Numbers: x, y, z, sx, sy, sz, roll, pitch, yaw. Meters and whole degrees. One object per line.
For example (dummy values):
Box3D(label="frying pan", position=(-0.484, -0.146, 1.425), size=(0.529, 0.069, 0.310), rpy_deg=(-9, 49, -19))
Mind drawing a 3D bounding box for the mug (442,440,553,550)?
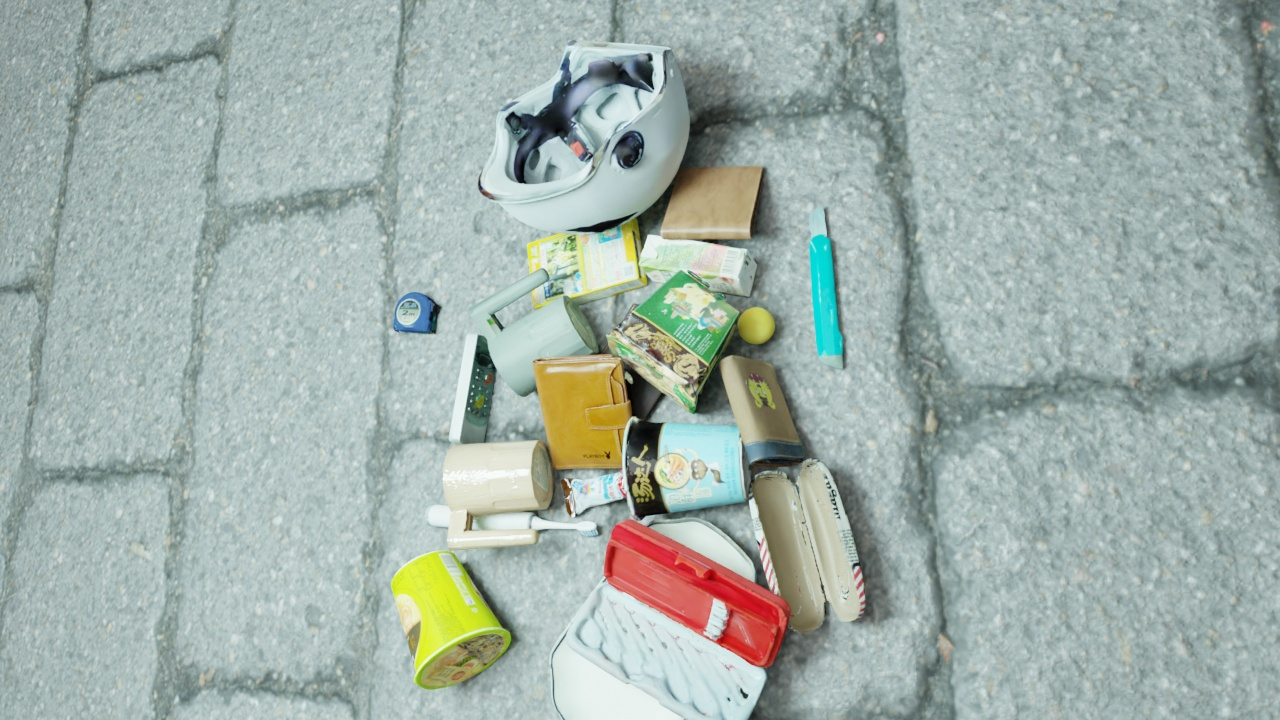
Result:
Box3D(label="mug", position=(-0.160, 0.150, 1.032), size=(0.104, 0.084, 0.124), rpy_deg=(-6, 60, 13))

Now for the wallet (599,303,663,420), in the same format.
Box3D(label="wallet", position=(-0.006, 0.006, 1.050), size=(0.096, 0.020, 0.122), rpy_deg=(35, 92, 28))

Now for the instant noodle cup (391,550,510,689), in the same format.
Box3D(label="instant noodle cup", position=(-0.222, 0.285, 1.031), size=(0.112, 0.111, 0.123), rpy_deg=(-41, 57, 9))

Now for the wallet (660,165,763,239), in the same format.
Box3D(label="wallet", position=(0.082, -0.178, 1.029), size=(0.101, 0.020, 0.115), rpy_deg=(3, 51, 17))

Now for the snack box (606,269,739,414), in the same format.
Box3D(label="snack box", position=(0.043, -0.024, 0.975), size=(0.118, 0.117, 0.105), rpy_deg=(38, 81, 9))

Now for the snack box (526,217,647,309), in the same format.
Box3D(label="snack box", position=(-0.065, -0.115, 1.096), size=(0.141, 0.033, 0.086), rpy_deg=(-14, 73, 17))

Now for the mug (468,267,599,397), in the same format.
Box3D(label="mug", position=(-0.122, -0.034, 1.059), size=(0.103, 0.083, 0.124), rpy_deg=(-29, 106, 11))

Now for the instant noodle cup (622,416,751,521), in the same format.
Box3D(label="instant noodle cup", position=(0.052, 0.109, 0.958), size=(0.120, 0.111, 0.111), rpy_deg=(-5, 75, 14))

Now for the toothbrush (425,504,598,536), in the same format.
Box3D(label="toothbrush", position=(-0.151, 0.187, 1.062), size=(0.221, 0.026, 0.026), rpy_deg=(0, 41, 22))

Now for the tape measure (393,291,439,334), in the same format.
Box3D(label="tape measure", position=(-0.288, -0.060, 1.179), size=(0.058, 0.025, 0.054), rpy_deg=(4, 77, 19))

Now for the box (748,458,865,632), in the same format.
Box3D(label="box", position=(0.168, 0.179, 0.904), size=(0.086, 0.075, 0.162), rpy_deg=(-34, 61, 45))

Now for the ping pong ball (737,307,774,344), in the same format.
Box3D(label="ping pong ball", position=(0.125, -0.038, 0.993), size=(0.040, 0.040, 0.040), rpy_deg=(-5, 75, 21))

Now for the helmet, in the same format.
Box3D(label="helmet", position=(-0.049, -0.235, 1.045), size=(0.229, 0.146, 0.258), rpy_deg=(20, 70, 44))

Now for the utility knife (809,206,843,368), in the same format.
Box3D(label="utility knife", position=(0.199, -0.080, 0.988), size=(0.029, 0.013, 0.185), rpy_deg=(-6, 76, 18))

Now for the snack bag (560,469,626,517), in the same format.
Box3D(label="snack bag", position=(-0.042, 0.144, 1.024), size=(0.105, 0.026, 0.045), rpy_deg=(-18, 81, 27))

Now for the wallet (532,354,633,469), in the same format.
Box3D(label="wallet", position=(-0.054, 0.058, 1.021), size=(0.119, 0.035, 0.131), rpy_deg=(-1, 109, 22))

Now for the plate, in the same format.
Box3D(label="plate", position=(0.016, 0.290, 0.964), size=(0.162, 0.034, 0.266), rpy_deg=(37, 93, 26))

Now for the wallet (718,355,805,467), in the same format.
Box3D(label="wallet", position=(0.126, 0.053, 0.946), size=(0.033, 0.090, 0.115), rpy_deg=(-32, 64, 33))

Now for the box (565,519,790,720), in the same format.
Box3D(label="box", position=(0.037, 0.262, 0.911), size=(0.201, 0.069, 0.157), rpy_deg=(23, 90, 25))

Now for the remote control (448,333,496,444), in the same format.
Box3D(label="remote control", position=(-0.198, 0.038, 1.101), size=(0.019, 0.056, 0.135), rpy_deg=(3, 78, 22))

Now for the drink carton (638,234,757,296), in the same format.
Box3D(label="drink carton", position=(0.065, -0.108, 1.029), size=(0.123, 0.053, 0.045), rpy_deg=(12, 78, 25))
